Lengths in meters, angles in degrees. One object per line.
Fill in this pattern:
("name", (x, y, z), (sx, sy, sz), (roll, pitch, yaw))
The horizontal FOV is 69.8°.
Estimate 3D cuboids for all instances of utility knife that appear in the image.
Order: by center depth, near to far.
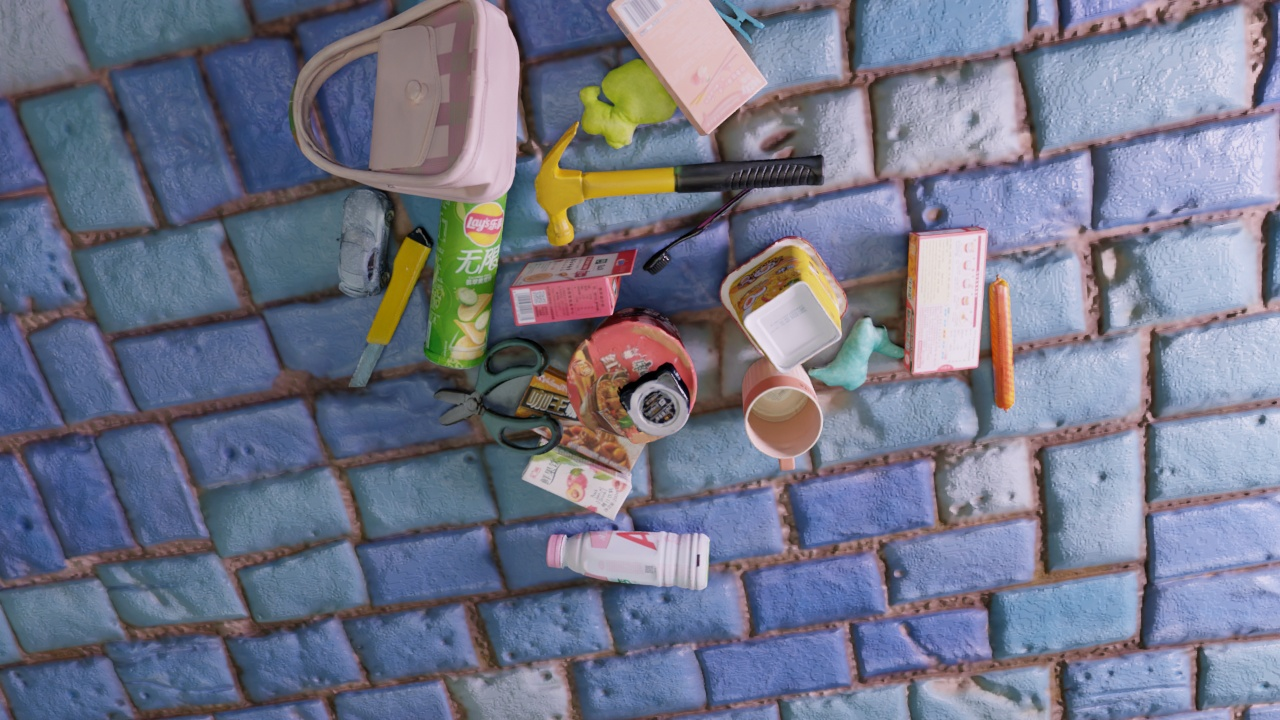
("utility knife", (-0.288, -0.057, 1.049), (0.033, 0.015, 0.216), (29, 108, -1))

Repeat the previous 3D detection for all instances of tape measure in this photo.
("tape measure", (0.018, 0.043, 0.942), (0.066, 0.033, 0.066), (-27, 105, 15))

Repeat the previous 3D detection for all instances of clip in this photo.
("clip", (0.096, -0.343, 0.917), (0.057, 0.014, 0.047), (33, 112, -10))

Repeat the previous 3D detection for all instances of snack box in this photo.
("snack box", (0.047, -0.311, 0.911), (0.084, 0.026, 0.157), (-41, 105, -5))
("snack box", (-0.066, -0.079, 0.975), (0.127, 0.113, 0.044), (-6, 109, 6))
("snack box", (0.330, -0.064, 0.995), (0.077, 0.027, 0.156), (-6, 111, -5))
("snack box", (-0.065, 0.069, 1.078), (0.153, 0.026, 0.075), (26, 110, -6))

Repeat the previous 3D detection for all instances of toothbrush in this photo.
("toothbrush", (0.080, -0.152, 0.992), (0.189, 0.014, 0.018), (-36, 121, 14))

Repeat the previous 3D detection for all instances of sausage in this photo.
("sausage", (0.401, -0.017, 1.018), (0.021, 0.021, 0.165), (-9, 110, 7))

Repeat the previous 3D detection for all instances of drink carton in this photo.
("drink carton", (-0.075, 0.138, 1.095), (0.122, 0.045, 0.053), (25, 105, -7))

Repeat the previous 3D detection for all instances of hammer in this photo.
("hammer", (0.038, -0.189, 0.954), (0.301, 0.032, 0.129), (-3, 126, 5))

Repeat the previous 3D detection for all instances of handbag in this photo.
("handbag", (-0.240, -0.254, 0.909), (0.234, 0.093, 0.193), (1, 82, 15))

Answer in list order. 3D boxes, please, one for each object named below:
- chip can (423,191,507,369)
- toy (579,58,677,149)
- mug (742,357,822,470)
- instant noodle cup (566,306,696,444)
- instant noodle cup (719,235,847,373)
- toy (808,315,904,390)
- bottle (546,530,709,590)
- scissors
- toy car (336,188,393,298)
("chip can", (-0.190, -0.099, 0.997), (0.072, 0.072, 0.222), (11, 111, -1))
("toy", (-0.013, -0.267, 0.943), (0.096, 0.031, 0.100), (28, 111, -6))
("mug", (0.156, 0.062, 1.018), (0.082, 0.105, 0.115), (-8, 110, 7))
("instant noodle cup", (-0.006, 0.006, 1.006), (0.138, 0.108, 0.138), (1, 111, 3))
("instant noodle cup", (0.154, -0.053, 0.965), (0.116, 0.123, 0.116), (-34, 105, 15))
("toy", (0.248, -0.006, 1.029), (0.096, 0.030, 0.092), (18, 113, -15))
("bottle", (-0.015, 0.239, 1.121), (0.197, 0.068, 0.068), (3, 111, 6))
("scissors", (-0.160, 0.061, 1.061), (0.177, 0.019, 0.171), (-29, 89, 22))
("toy car", (-0.304, -0.128, 1.007), (0.054, 0.036, 0.121), (17, 108, 15))
